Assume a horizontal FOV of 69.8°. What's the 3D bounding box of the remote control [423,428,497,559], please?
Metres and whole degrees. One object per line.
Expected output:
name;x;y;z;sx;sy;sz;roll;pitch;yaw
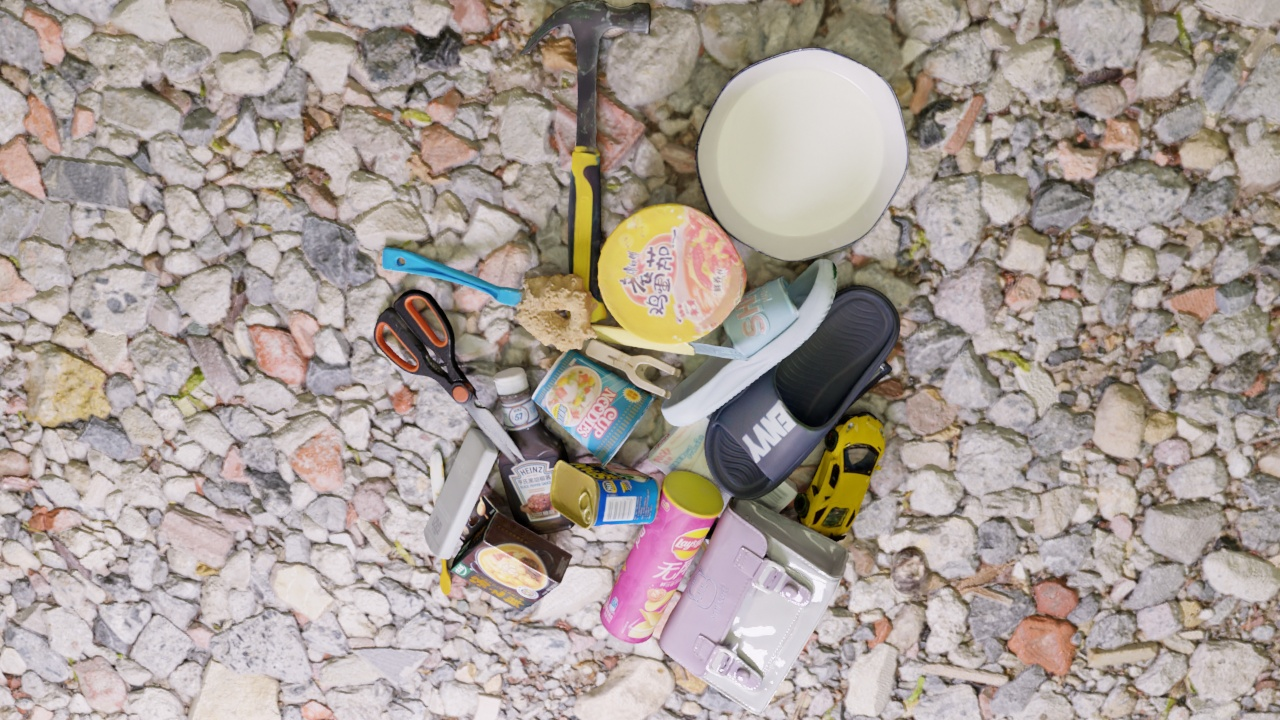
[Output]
remote control;-0.206;0.153;1.052;0.021;0.058;0.150;17;105;-36

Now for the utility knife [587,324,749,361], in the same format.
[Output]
utility knife;0.017;-0.017;0.947;0.211;0.022;0.031;15;154;38

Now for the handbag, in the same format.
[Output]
handbag;0.120;0.266;1.008;0.145;0.098;0.197;29;109;15

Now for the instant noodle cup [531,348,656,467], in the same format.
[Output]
instant noodle cup;-0.055;0.045;0.998;0.110;0.099;0.099;35;108;0

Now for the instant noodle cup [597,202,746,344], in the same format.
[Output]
instant noodle cup;0.031;-0.097;0.928;0.138;0.109;0.138;1;109;4

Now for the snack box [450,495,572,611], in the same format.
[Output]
snack box;-0.159;0.227;1.064;0.125;0.053;0.114;32;138;-11

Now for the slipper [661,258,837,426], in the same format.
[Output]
slipper;0.104;-0.025;0.955;0.074;0.103;0.246;44;113;-9

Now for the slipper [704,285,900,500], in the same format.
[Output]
slipper;0.162;0.030;0.955;0.110;0.083;0.268;42;98;11

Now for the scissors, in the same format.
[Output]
scissors;-0.214;0.032;1.021;0.142;0.021;0.235;-15;101;21

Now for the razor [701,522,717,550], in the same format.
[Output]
razor;0.117;0.264;1.082;0.068;0.062;0.167;-24;102;44

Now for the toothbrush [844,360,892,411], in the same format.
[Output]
toothbrush;0.186;0.071;1.005;0.213;0.026;0.027;-43;94;9

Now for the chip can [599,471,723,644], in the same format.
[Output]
chip can;0.021;0.228;1.045;0.071;0.071;0.211;22;118;-4

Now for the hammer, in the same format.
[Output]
hammer;-0.059;-0.197;0.942;0.126;0.031;0.324;3;110;3

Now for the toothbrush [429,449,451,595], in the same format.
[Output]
toothbrush;-0.238;0.194;1.100;0.016;0.018;0.191;0;107;2

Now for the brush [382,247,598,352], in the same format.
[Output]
brush;-0.160;-0.076;0.975;0.255;0.045;0.083;18;119;12

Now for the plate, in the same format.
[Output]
plate;0.159;-0.204;0.915;0.205;0.045;0.205;2;109;5

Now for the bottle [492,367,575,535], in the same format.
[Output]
bottle;-0.125;0.104;1.045;0.080;0.044;0.195;-10;107;9

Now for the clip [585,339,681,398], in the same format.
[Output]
clip;-0.007;0.005;0.977;0.100;0.071;0.034;26;92;27

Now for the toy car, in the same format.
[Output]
toy car;0.224;0.130;1.017;0.071;0.041;0.156;11;109;-25

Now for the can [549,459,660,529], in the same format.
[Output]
can;-0.039;0.145;1.004;0.083;0.102;0.057;4;97;-32

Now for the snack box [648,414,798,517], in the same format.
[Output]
snack box;0.094;0.128;1.045;0.157;0.026;0.085;40;108;-9
